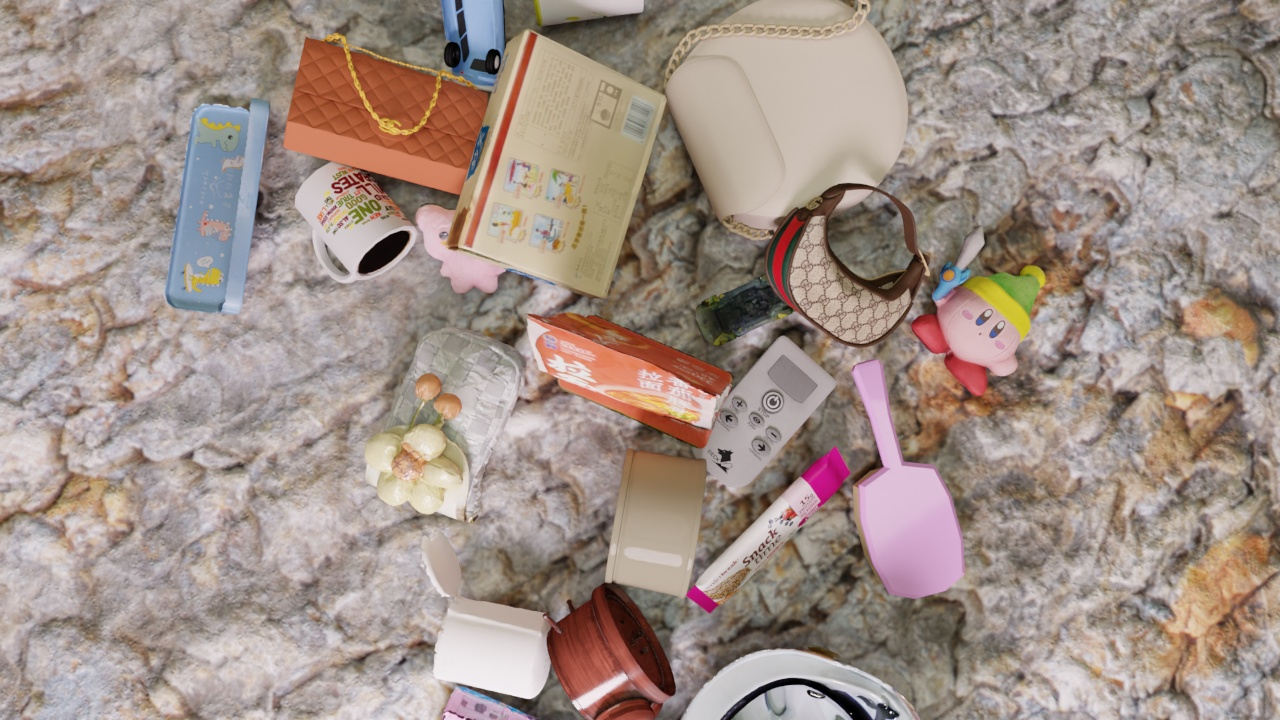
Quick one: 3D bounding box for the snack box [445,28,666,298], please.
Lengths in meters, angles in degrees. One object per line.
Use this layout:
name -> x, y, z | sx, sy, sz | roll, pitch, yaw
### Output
snack box -> -0.078, -0.177, 0.862 | 0.153, 0.055, 0.207 | 18, 88, -28

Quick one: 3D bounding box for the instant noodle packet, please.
instant noodle packet -> -0.005, 0.005, 0.796 | 0.164, 0.221, 0.084 | 24, 85, 7

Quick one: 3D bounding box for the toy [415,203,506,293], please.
toy -> -0.166, -0.112, 0.892 | 0.102, 0.050, 0.093 | -2, 85, 0

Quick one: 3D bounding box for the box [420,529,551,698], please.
box -> -0.145, 0.233, 0.852 | 0.136, 0.083, 0.144 | 9, 104, 1

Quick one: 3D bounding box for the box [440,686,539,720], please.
box -> -0.093, 0.406, 0.862 | 0.230, 0.066, 0.159 | 24, 106, 0

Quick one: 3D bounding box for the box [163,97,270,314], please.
box -> -0.402, -0.149, 0.895 | 0.121, 0.049, 0.209 | 5, 86, 34

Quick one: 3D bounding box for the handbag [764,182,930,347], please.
handbag -> 0.203, -0.090, 0.861 | 0.166, 0.063, 0.138 | 32, 101, -28

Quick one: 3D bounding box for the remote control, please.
remote control -> 0.117, 0.053, 0.902 | 0.074, 0.019, 0.151 | 42, 87, 2

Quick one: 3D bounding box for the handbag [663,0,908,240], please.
handbag -> 0.144, -0.238, 0.880 | 0.208, 0.103, 0.210 | -23, 86, 2

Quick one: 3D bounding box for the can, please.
can -> 0.014, 0.147, 0.841 | 0.073, 0.128, 0.127 | 10, 86, 1

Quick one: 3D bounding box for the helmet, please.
helmet -> 0.132, 0.381, 0.810 | 0.236, 0.164, 0.264 | -41, 86, -18

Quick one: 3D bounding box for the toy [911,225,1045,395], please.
toy -> 0.334, -0.051, 0.893 | 0.131, 0.096, 0.124 | -45, 82, 15

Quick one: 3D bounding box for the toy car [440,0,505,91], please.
toy car -> -0.157, -0.332, 0.870 | 0.056, 0.154, 0.054 | 12, 47, 9

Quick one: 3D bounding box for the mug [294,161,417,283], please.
mug -> -0.279, -0.125, 0.883 | 0.089, 0.073, 0.105 | 49, 121, 7

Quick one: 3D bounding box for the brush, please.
brush -> 0.244, 0.112, 0.888 | 0.089, 0.043, 0.228 | -15, 87, -2

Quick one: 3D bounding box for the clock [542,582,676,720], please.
clock -> -0.022, 0.284, 0.837 | 0.072, 0.120, 0.157 | -33, 79, 5

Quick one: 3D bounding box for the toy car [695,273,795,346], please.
toy car -> 0.104, -0.051, 0.901 | 0.105, 0.033, 0.048 | -24, 89, -6

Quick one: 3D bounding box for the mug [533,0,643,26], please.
mug -> -0.054, -0.375, 0.895 | 0.106, 0.082, 0.082 | -8, 86, -3

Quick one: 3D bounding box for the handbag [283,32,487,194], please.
handbag -> -0.233, -0.236, 0.859 | 0.171, 0.060, 0.108 | 12, 65, -22

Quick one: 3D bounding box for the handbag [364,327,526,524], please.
handbag -> -0.181, 0.054, 0.845 | 0.112, 0.123, 0.171 | 22, 92, 6

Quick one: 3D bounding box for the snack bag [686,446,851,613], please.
snack bag -> 0.125, 0.164, 0.875 | 0.196, 0.070, 0.016 | -44, 52, -4
